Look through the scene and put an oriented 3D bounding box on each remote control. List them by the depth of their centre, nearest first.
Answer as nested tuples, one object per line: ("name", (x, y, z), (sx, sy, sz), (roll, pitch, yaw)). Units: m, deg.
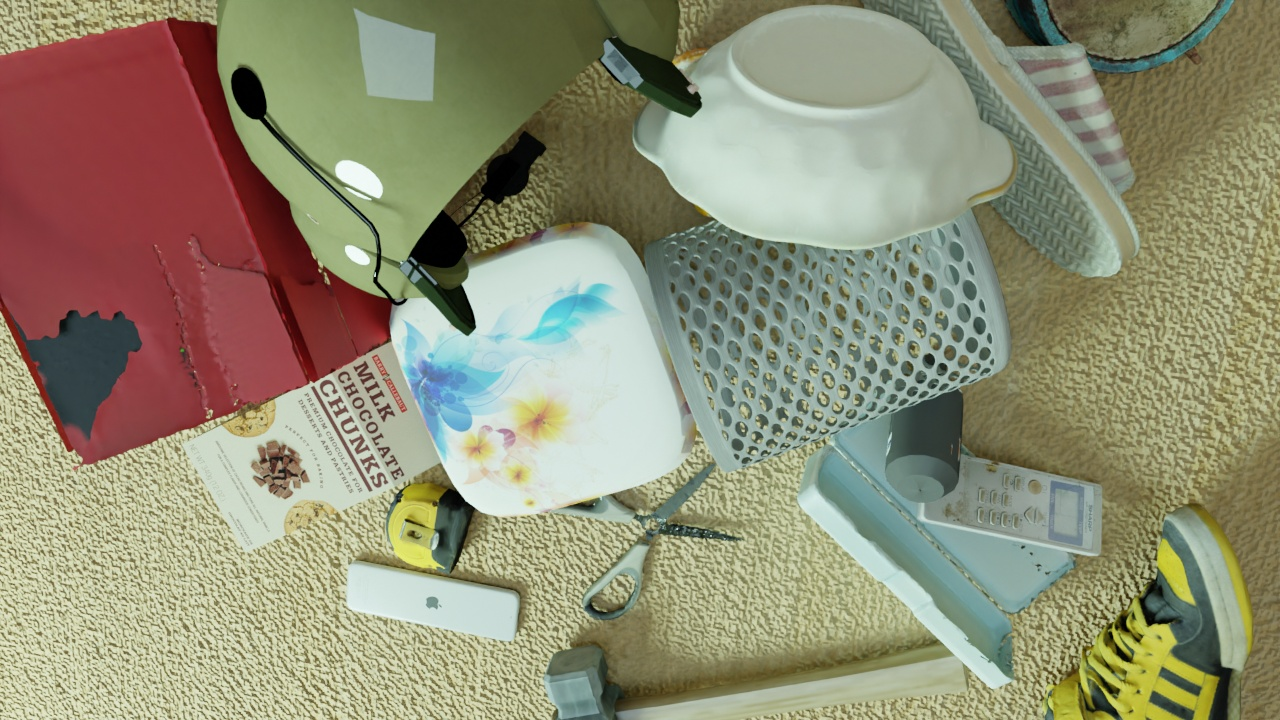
("remote control", (0.256, 0.098, 0.633), (0.135, 0.011, 0.050), (13, 73, -9))
("remote control", (-0.171, 0.198, 0.756), (0.147, 0.008, 0.045), (9, 105, 6))

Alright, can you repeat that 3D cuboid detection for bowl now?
("bowl", (0.104, -0.145, 0.511), (0.219, 0.187, 0.060), (10, 139, 9))

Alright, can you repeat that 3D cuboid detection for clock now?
("clock", (0.280, -0.250, 0.535), (0.121, 0.073, 0.158), (-3, 115, 10))

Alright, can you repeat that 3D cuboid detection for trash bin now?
("trash bin", (0.116, -0.032, 0.578), (0.183, 0.156, 0.156), (-19, 101, 10))

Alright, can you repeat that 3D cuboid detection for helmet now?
("helmet", (-0.108, -0.166, 0.513), (0.251, 0.255, 0.233), (-42, 97, 14))

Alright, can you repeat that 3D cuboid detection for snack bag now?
("snack bag", (-0.223, 0.055, 0.695), (0.207, 0.069, 0.094), (-24, 99, 14))

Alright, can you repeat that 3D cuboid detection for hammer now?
("hammer", (0.087, 0.264, 0.715), (0.323, 0.051, 0.117), (-13, 102, 9))

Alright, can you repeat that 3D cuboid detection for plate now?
("plate", (-0.068, 0.014, 0.615), (0.187, 0.016, 0.187), (-17, 103, 14))

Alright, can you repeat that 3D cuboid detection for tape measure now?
("tape measure", (-0.169, 0.131, 0.723), (0.064, 0.037, 0.066), (20, 106, 3))

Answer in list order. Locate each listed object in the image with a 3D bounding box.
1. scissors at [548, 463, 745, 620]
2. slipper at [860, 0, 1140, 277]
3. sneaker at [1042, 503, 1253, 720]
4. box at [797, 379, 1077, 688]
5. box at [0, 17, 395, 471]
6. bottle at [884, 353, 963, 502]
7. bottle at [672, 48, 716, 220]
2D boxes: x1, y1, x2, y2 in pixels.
("scissors", (-0.007, 0.136, 0.712), (0.170, 0.012, 0.158), (18, 108, 5))
("slipper", (0.218, -0.166, 0.553), (0.052, 0.115, 0.263), (-38, 95, -3))
("sneaker", (0.344, 0.214, 0.638), (0.122, 0.086, 0.239), (-11, 106, 7))
("box", (0.209, 0.120, 0.645), (0.197, 0.078, 0.122), (43, 87, -5))
("box", (-0.263, -0.072, 0.515), (0.124, 0.377, 0.211), (-12, 104, 28))
("bottle", (0.190, 0.041, 0.610), (0.047, 0.112, 0.047), (12, 140, 10))
("bottle", (0.050, -0.149, 0.604), (0.063, 0.063, 0.109), (-23, 87, 14))
